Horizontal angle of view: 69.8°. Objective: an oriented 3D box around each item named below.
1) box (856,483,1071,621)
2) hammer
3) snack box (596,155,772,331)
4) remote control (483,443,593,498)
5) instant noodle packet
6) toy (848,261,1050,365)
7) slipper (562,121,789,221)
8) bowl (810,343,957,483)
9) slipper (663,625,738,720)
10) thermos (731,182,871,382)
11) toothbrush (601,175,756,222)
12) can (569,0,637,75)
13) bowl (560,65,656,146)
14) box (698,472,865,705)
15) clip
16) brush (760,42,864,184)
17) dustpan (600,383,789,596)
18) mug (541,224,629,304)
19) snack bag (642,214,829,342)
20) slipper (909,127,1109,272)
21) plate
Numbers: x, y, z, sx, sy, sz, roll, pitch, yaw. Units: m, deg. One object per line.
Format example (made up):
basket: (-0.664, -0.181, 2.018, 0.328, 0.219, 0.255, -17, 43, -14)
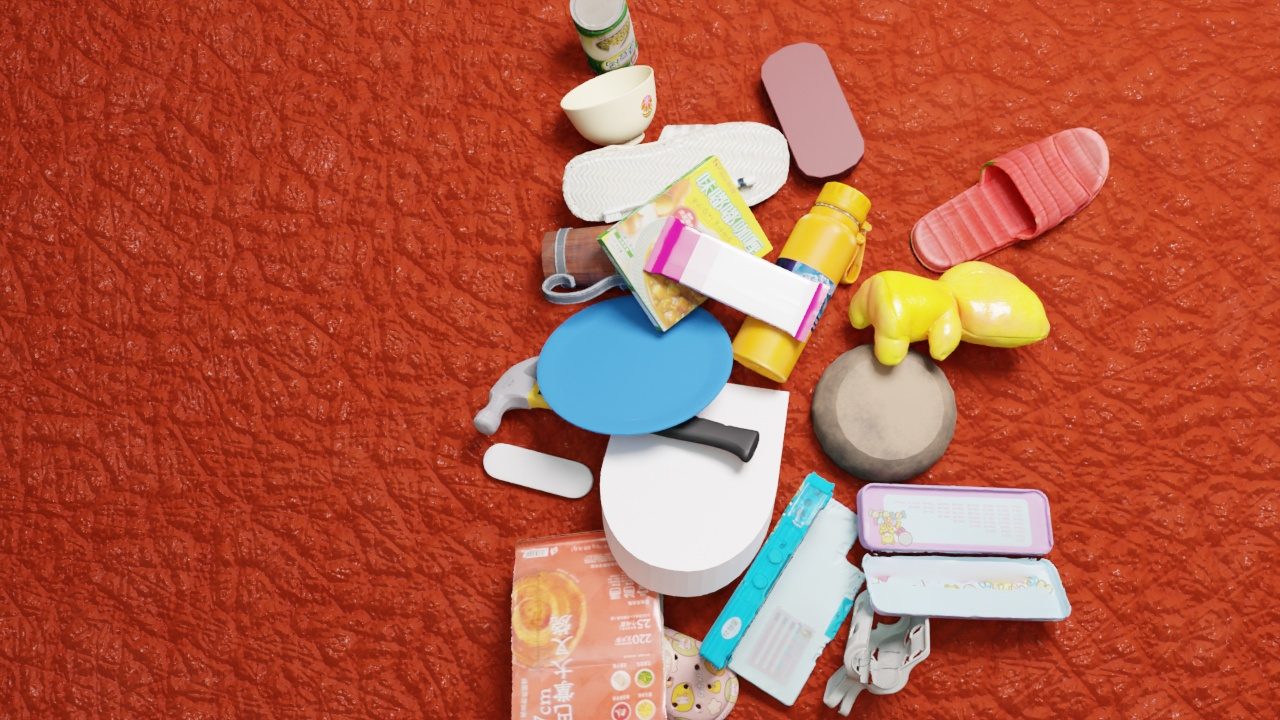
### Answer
box: (0.343, 0.207, 0.987, 0.214, 0.041, 0.151, 3, 58, -3)
hammer: (-0.023, 0.060, 1.040, 0.324, 0.029, 0.126, 11, 50, 21)
snack box: (0.053, -0.134, 1.054, 0.168, 0.027, 0.132, -38, 107, -10)
remote control: (-0.123, 0.132, 1.103, 0.136, 0.013, 0.043, 13, 83, 9)
instant noodle packet: (-0.055, 0.298, 0.982, 0.164, 0.084, 0.220, -7, 49, 5)
toy: (0.335, -0.063, 1.010, 0.194, 0.134, 0.087, -4, 121, -2)
slipper: (0.042, -0.224, 1.101, 0.272, 0.054, 0.114, -11, 103, -3)
bowl: (0.275, 0.056, 1.033, 0.162, 0.070, 0.162, -1, 81, 7)
slipper: (0.012, 0.342, 1.020, 0.197, 0.081, 0.093, 26, 86, 13)
thermos: (0.192, -0.090, 1.070, 0.076, 0.091, 0.232, 25, 84, 39)
toothbrush: (0.046, -0.191, 1.080, 0.187, 0.012, 0.017, -13, 123, -1)
can: (-0.043, -0.402, 1.119, 0.067, 0.121, 0.067, -1, 81, 7)
bowl: (-0.029, -0.299, 1.120, 0.118, 0.117, 0.074, -20, 121, 4)
box: (0.159, 0.245, 1.010, 0.087, 0.168, 0.227, 24, 77, 50)
clip: (0.238, 0.304, 0.980, 0.152, 0.126, 0.105, -41, 87, 24)
brush: (0.206, -0.296, 1.110, 0.082, 0.042, 0.173, -21, 79, 4)
dustpan: (0.055, 0.135, 1.027, 0.191, 0.053, 0.257, 8, 48, 9)
mug: (-0.058, -0.111, 1.088, 0.111, 0.082, 0.117, -1, 45, 11)
snack bag: (0.106, -0.092, 1.020, 0.196, 0.016, 0.070, 24, 89, 4)
slipper: (0.431, -0.187, 1.056, 0.249, 0.059, 0.103, -32, 78, 3)
plate: (-0.006, 0.006, 1.053, 0.224, 0.024, 0.223, -5, 45, 5)
